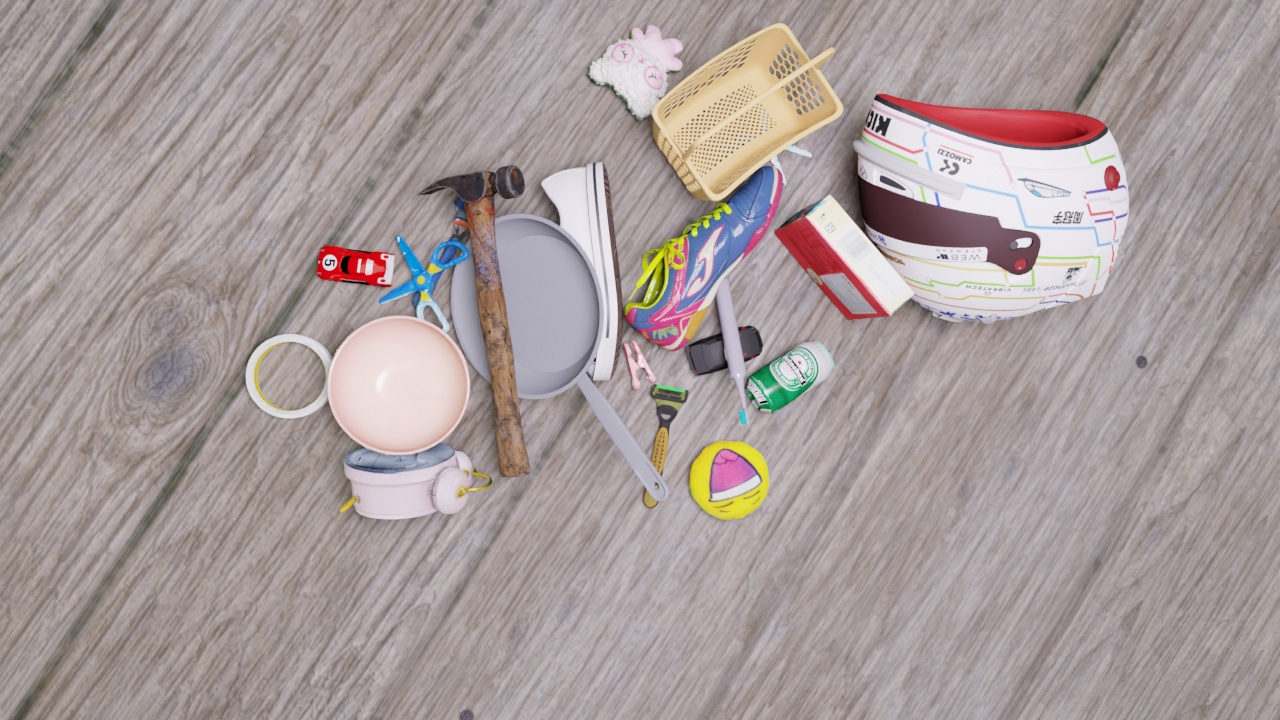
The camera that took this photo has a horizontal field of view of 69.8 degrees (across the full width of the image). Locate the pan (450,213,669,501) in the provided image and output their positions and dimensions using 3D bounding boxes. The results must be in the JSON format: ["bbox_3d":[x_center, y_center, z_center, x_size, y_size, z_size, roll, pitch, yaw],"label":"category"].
[{"bbox_3d":[-0.074,0.001,0.984,0.201,0.050,0.356,-45,77,28],"label":"pan"}]

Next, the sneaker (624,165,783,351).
[{"bbox_3d":[0.069,-0.128,1.034,0.091,0.116,0.242,33,92,-16],"label":"sneaker"}]

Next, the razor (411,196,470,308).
[{"bbox_3d":[-0.222,-0.120,1.046,0.044,0.018,0.141,30,90,-4],"label":"razor"}]

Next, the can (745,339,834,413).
[{"bbox_3d":[0.175,0.019,1.080,0.101,0.053,0.053,-32,94,-6],"label":"can"}]

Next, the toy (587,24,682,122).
[{"bbox_3d":[0.002,-0.344,1.066,0.095,0.041,0.108,39,79,-4],"label":"toy"}]

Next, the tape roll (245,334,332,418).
[{"bbox_3d":[-0.389,0.018,1.023,0.094,0.019,0.094,0,90,-7],"label":"tape roll"}]

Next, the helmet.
[{"bbox_3d":[0.374,-0.159,1.017,0.314,0.230,0.236,2,117,-12],"label":"helmet"}]

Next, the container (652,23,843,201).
[{"bbox_3d":[0.113,-0.272,0.999,0.183,0.167,0.129,-35,95,-7],"label":"container"}]

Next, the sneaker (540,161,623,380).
[{"bbox_3d":[-0.075,-0.097,1.035,0.097,0.091,0.245,-6,94,4],"label":"sneaker"}]

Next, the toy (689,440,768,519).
[{"bbox_3d":[0.105,0.140,1.077,0.095,0.041,0.094,-20,89,-4],"label":"toy"}]

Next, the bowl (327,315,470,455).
[{"bbox_3d":[-0.257,0.030,1.007,0.153,0.076,0.153,0,82,-1],"label":"bowl"}]

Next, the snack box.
[{"bbox_3d":[0.226,-0.112,1.041,0.040,0.145,0.142,-42,94,-3],"label":"snack box"}]

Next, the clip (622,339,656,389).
[{"bbox_3d":[0.002,0.004,1.074,0.045,0.023,0.060,1,91,-12],"label":"clip"}]

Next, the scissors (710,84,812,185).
[{"bbox_3d":[0.139,-0.263,1.097,0.118,0.014,0.129,-27,96,-10],"label":"scissors"}]

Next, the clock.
[{"bbox_3d":[-0.241,0.128,0.997,0.158,0.117,0.059,-1,101,-8],"label":"clock"}]

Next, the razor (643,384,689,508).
[{"bbox_3d":[0.023,0.102,1.076,0.044,0.021,0.144,10,88,10],"label":"razor"}]

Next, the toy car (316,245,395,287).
[{"bbox_3d":[-0.317,-0.105,1.025,0.089,0.025,0.038,7,89,2],"label":"toy car"}]

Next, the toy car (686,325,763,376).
[{"bbox_3d":[0.101,-0.013,1.078,0.091,0.036,0.042,-18,92,-7],"label":"toy car"}]

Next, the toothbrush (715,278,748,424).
[{"bbox_3d":[0.105,-0.012,1.043,0.019,0.018,0.187,-2,60,-10],"label":"toothbrush"}]

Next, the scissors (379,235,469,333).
[{"bbox_3d":[-0.240,-0.087,1.027,0.125,0.013,0.130,-22,82,18],"label":"scissors"}]

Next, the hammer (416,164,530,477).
[{"bbox_3d":[-0.163,-0.036,0.988,0.120,0.033,0.330,-3,98,26],"label":"hammer"}]
